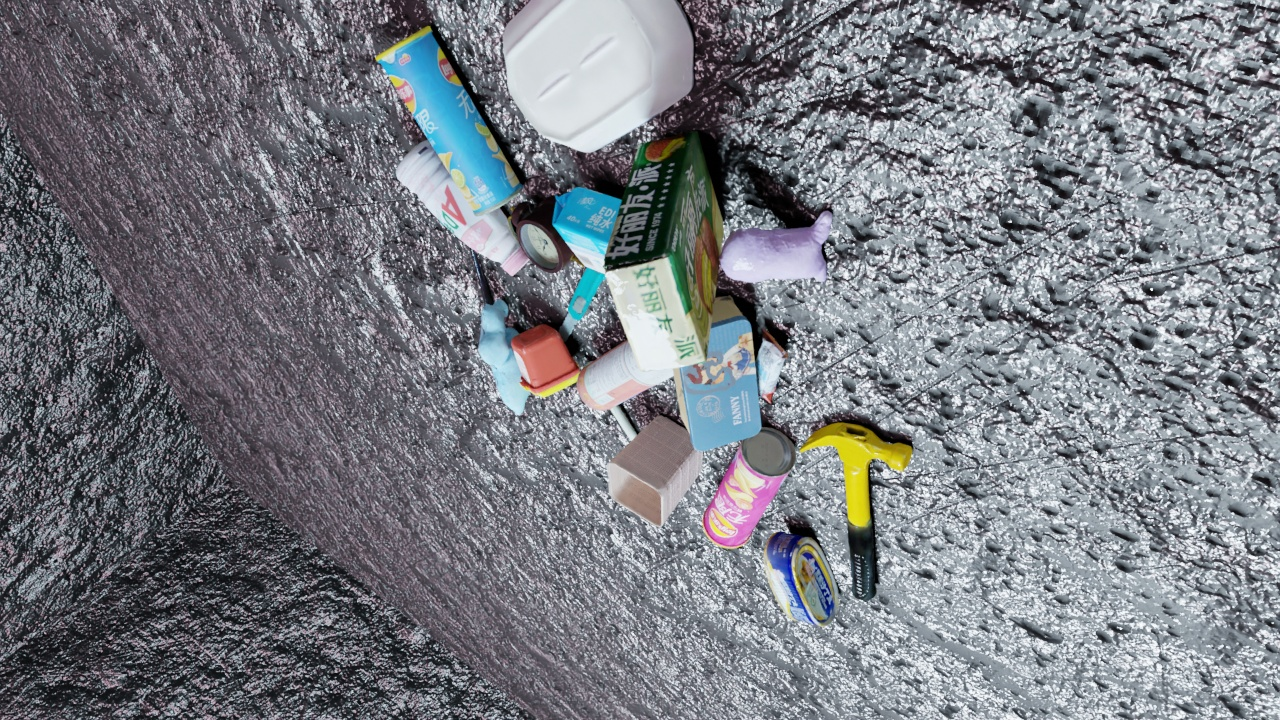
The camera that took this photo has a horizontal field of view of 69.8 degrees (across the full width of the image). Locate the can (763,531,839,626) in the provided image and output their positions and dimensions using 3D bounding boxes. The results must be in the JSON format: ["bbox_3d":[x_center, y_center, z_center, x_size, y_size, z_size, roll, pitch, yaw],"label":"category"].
[{"bbox_3d":[0.217,0.294,1.231,0.049,0.074,0.148,2,128,44],"label":"can"}]

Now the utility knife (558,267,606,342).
[{"bbox_3d":[-0.077,-0.076,1.195,0.029,0.013,0.216,42,149,5],"label":"utility knife"}]

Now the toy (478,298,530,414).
[{"bbox_3d":[-0.192,-0.005,1.329,0.050,0.161,0.156,-6,167,20],"label":"toy"}]

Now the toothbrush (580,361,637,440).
[{"bbox_3d":[-0.028,0.078,1.311,0.029,0.020,0.189,-21,116,21],"label":"toothbrush"}]

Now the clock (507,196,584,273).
[{"bbox_3d":[-0.113,-0.152,1.108,0.122,0.055,0.082,18,140,38],"label":"clock"}]

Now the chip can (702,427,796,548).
[{"bbox_3d":[0.136,0.168,1.179,0.071,0.071,0.211,36,147,14],"label":"chip can"}]

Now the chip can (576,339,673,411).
[{"bbox_3d":[-0.007,0.007,1.155,0.071,0.071,0.215,49,148,-7],"label":"chip can"}]

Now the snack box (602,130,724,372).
[{"bbox_3d":[0.027,-0.106,0.840,0.063,0.239,0.114,-9,125,17],"label":"snack box"}]

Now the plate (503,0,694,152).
[{"bbox_3d":[-0.056,-0.292,0.904,0.266,0.034,0.162,-13,117,53],"label":"plate"}]

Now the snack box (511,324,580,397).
[{"bbox_3d":[-0.136,-0.002,1.274,0.091,0.082,0.080,29,144,65],"label":"snack box"}]

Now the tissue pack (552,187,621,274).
[{"bbox_3d":[-0.026,-0.136,1.007,0.140,0.063,0.090,23,164,33],"label":"tissue pack"}]

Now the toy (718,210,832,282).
[{"bbox_3d":[0.129,-0.104,0.875,0.108,0.038,0.084,-2,134,0],"label":"toy"}]

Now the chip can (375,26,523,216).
[{"bbox_3d":[-0.220,-0.276,1.071,0.071,0.071,0.210,-1,126,49],"label":"chip can"}]

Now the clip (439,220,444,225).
[{"bbox_3d":[-0.250,-0.192,1.247,0.056,0.042,0.014,10,137,40],"label":"clip"}]

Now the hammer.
[{"bbox_3d":[0.261,0.188,1.099,0.129,0.032,0.301,19,140,35],"label":"hammer"}]

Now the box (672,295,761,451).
[{"bbox_3d":[0.083,0.021,1.037,0.061,0.089,0.184,-115,9,-55],"label":"box"}]

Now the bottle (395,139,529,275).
[{"bbox_3d":[-0.222,-0.192,1.177,0.197,0.068,0.068,45,148,-6],"label":"bottle"}]

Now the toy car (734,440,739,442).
[{"bbox_3d":[0.096,0.061,1.128,0.036,0.043,0.091,-40,89,17],"label":"toy car"}]

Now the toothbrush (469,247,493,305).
[{"bbox_3d":[-0.231,-0.122,1.312,0.018,0.015,0.181,27,144,36],"label":"toothbrush"}]

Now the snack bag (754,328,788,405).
[{"bbox_3d":[0.143,0.008,1.030,0.048,0.026,0.104,53,154,32],"label":"snack bag"}]

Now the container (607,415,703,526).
[{"bbox_3d":[0.025,0.145,1.240,0.090,0.110,0.090,28,145,25],"label":"container"}]
